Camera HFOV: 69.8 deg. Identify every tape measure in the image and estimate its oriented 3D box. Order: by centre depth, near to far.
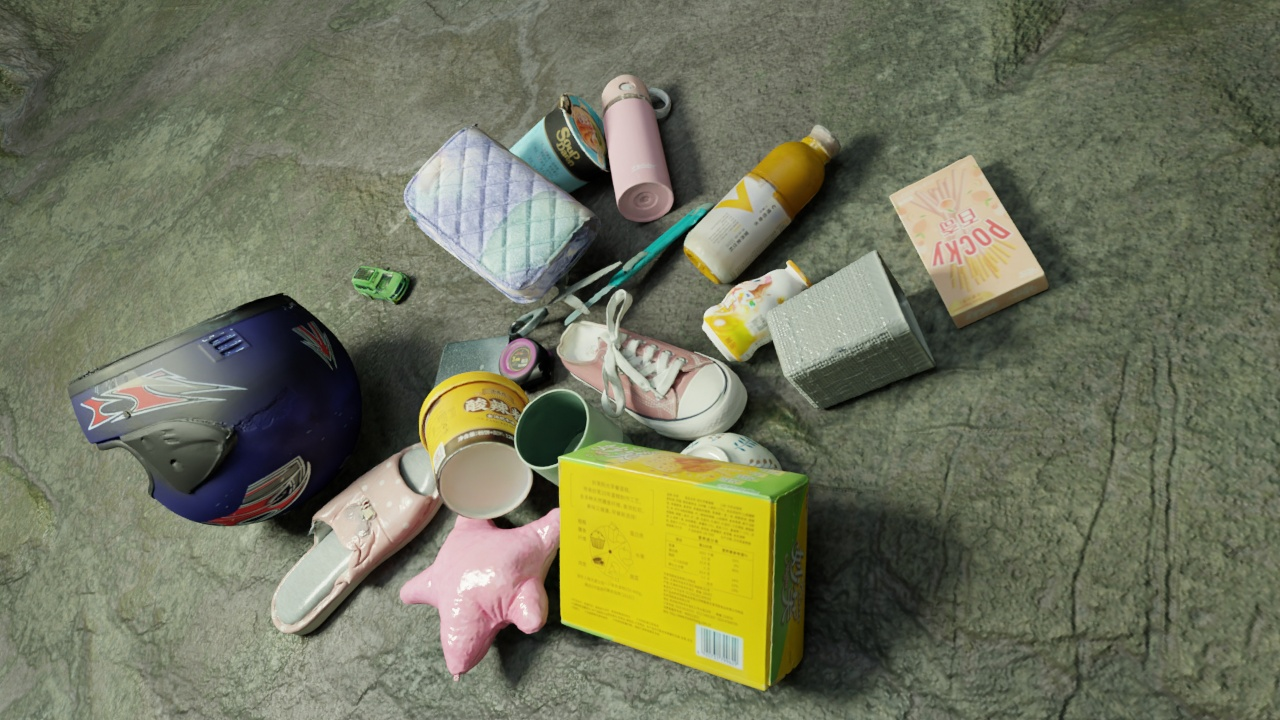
[{"bbox_3d":[-0.127,0.006,1.026,0.057,0.039,0.057,-25,57,17],"label":"tape measure"}]

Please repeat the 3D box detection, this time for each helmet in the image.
[{"bbox_3d":[-0.479,0.074,1.071,0.316,0.240,0.246,-19,9,16],"label":"helmet"}]

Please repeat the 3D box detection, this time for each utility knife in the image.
[{"bbox_3d":[-0.002,-0.108,1.005,0.216,0.013,0.029,-41,26,-11],"label":"utility knife"}]

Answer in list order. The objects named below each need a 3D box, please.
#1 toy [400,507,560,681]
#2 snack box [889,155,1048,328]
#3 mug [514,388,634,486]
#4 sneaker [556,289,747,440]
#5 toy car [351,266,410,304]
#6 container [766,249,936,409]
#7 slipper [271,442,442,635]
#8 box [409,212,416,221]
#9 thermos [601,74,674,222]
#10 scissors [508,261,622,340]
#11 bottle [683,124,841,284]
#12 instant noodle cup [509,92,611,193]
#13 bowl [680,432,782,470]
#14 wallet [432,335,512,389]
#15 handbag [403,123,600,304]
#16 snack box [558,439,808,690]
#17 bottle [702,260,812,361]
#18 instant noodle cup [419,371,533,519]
[{"bbox_3d":[-0.158,0.220,0.890,0.195,0.074,0.178,-6,52,34],"label":"toy"},{"bbox_3d":[0.296,-0.111,0.836,0.085,0.026,0.157,-26,51,17],"label":"snack box"},{"bbox_3d":[-0.067,0.081,0.897,0.112,0.106,0.082,33,84,40],"label":"mug"},{"bbox_3d":[-0.005,0.005,0.916,0.241,0.088,0.118,23,77,40],"label":"sneaker"},{"bbox_3d":[-0.350,-0.104,1.237,0.091,0.036,0.043,13,69,33],"label":"toy car"},{"bbox_3d":[0.183,-0.022,0.815,0.114,0.090,0.090,-27,51,21],"label":"container"},{"bbox_3d":[-0.319,0.192,1.023,0.274,0.054,0.114,-45,48,2],"label":"slipper"},{"bbox_3d":[-0.211,-0.166,1.150,0.184,0.090,0.060,24,78,42],"label":"box"},{"bbox_3d":[0.003,-0.258,1.092,0.087,0.067,0.198,-4,54,-6],"label":"thermos"},{"bbox_3d":[-0.086,-0.075,1.029,0.182,0.014,0.159,-33,33,26],"label":"scissors"},{"bbox_3d":[0.128,-0.163,0.946,0.189,0.068,0.068,-46,49,0],"label":"bottle"},{"bbox_3d":[-0.106,-0.250,1.129,0.121,0.111,0.111,-28,51,24],"label":"instant noodle cup"},{"bbox_3d":[0.067,0.112,0.824,0.114,0.062,0.113,-17,54,24],"label":"bowl"},{"bbox_3d":[-0.199,0.028,1.073,0.097,0.019,0.120,-6,61,28],"label":"wallet"},{"bbox_3d":[-0.157,-0.163,1.029,0.194,0.075,0.134,39,81,11],"label":"handbag"},{"bbox_3d":[0.031,0.160,0.763,0.210,0.069,0.158,6,101,35],"label":"snack box"},{"bbox_3d":[0.115,-0.050,0.890,0.108,0.063,0.063,-40,49,5],"label":"bottle"},{"bbox_3d":[-0.162,0.089,0.925,0.118,0.118,0.114,-37,31,8],"label":"instant noodle cup"}]
